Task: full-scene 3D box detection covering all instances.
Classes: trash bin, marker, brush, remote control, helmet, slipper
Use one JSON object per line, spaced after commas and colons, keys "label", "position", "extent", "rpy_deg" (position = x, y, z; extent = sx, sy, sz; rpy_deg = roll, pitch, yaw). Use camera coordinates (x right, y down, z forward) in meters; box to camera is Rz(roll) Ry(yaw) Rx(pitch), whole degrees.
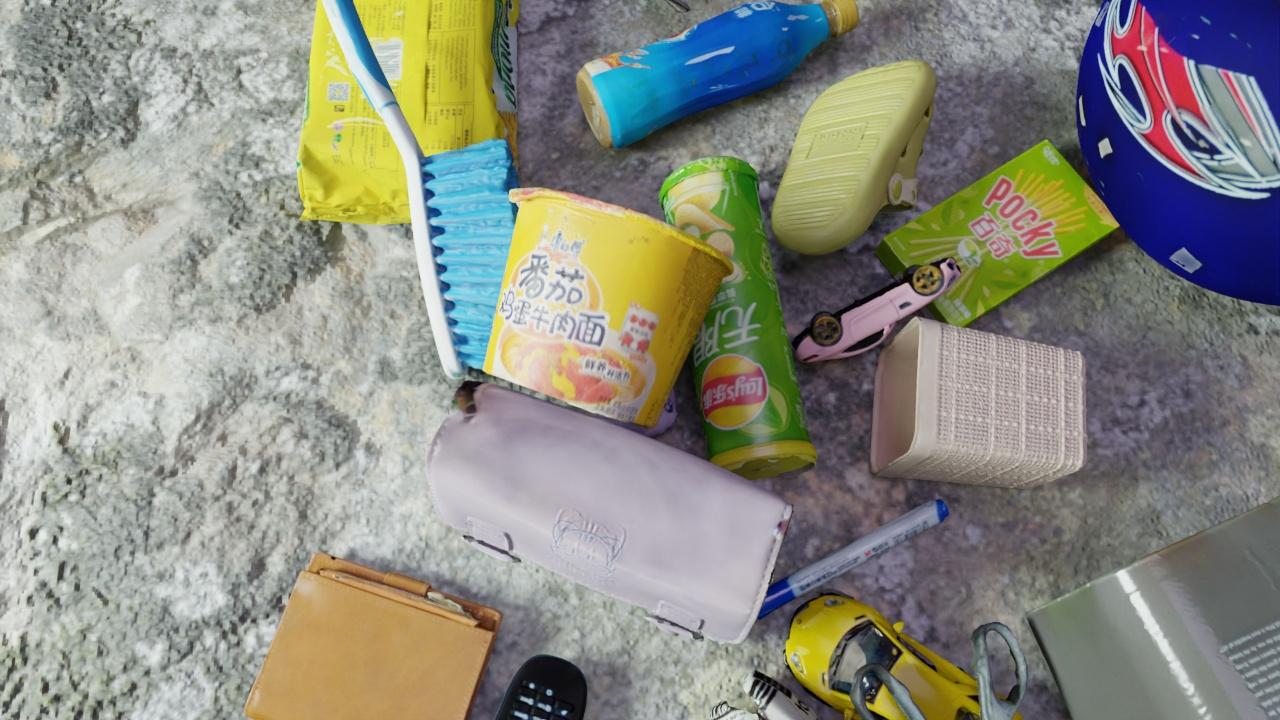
{"label": "trash bin", "position": [0.348, 0.198, 0.490], "extent": [0.199, 0.199, 0.219], "rpy_deg": [-21, 67, -7]}
{"label": "marker", "position": [0.136, 0.128, 0.597], "extent": [0.145, 0.017, 0.017], "rpy_deg": [-25, 74, -8]}
{"label": "brush", "position": [-0.137, -0.135, 0.607], "extent": [0.109, 0.060, 0.314], "rpy_deg": [-8, 99, 6]}
{"label": "remote control", "position": [-0.072, 0.246, 0.551], "extent": [0.053, 0.024, 0.136], "rpy_deg": [20, 74, 4]}
{"label": "helmet", "position": [0.411, -0.186, 0.591], "extent": [0.241, 0.247, 0.315], "rpy_deg": [-13, 62, 12]}
{"label": "slipper", "position": [0.156, -0.134, 0.658], "extent": [0.092, 0.081, 0.190], "rpy_deg": [5, 53, 39]}

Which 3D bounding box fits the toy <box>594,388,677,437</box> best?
{"label": "toy", "position": [-0.004, 0.004, 0.626], "extent": [0.083, 0.039, 0.108], "rpy_deg": [4, 69, -20]}

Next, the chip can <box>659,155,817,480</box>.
{"label": "chip can", "position": [0.062, -0.031, 0.620], "extent": [0.072, 0.073, 0.221], "rpy_deg": [-7, 72, -3]}

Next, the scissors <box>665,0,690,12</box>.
{"label": "scissors", "position": [-0.054, -0.337, 0.729], "extent": [0.221, 0.015, 0.189], "rpy_deg": [1, 46, -30]}

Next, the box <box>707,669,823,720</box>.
{"label": "box", "position": [0.101, 0.260, 0.527], "extent": [0.081, 0.075, 0.163], "rpy_deg": [-41, 79, -4]}

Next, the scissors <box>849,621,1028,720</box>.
{"label": "scissors", "position": [0.194, 0.232, 0.521], "extent": [0.181, 0.014, 0.159], "rpy_deg": [37, 68, 5]}

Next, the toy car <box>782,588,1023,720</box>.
{"label": "toy car", "position": [0.159, 0.203, 0.560], "extent": [0.156, 0.041, 0.071], "rpy_deg": [34, 74, 12]}

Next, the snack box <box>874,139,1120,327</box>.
{"label": "snack box", "position": [0.259, -0.089, 0.666], "extent": [0.156, 0.026, 0.085], "rpy_deg": [-30, 75, -11]}

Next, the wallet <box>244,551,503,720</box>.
{"label": "wallet", "position": [-0.163, 0.186, 0.567], "extent": [0.132, 0.031, 0.107], "rpy_deg": [16, 75, 4]}

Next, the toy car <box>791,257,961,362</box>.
{"label": "toy car", "position": [0.159, -0.031, 0.618], "extent": [0.122, 0.056, 0.037], "rpy_deg": [-28, 93, 12]}

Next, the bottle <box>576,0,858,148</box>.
{"label": "bottle", "position": [0.062, -0.225, 0.689], "extent": [0.218, 0.065, 0.065], "rpy_deg": [-23, 73, -8]}

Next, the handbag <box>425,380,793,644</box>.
{"label": "handbag", "position": [-0.020, 0.090, 0.541], "extent": [0.197, 0.145, 0.098], "rpy_deg": [22, 70, 7]}

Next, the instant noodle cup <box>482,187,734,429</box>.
{"label": "instant noodle cup", "position": [-0.026, -0.027, 0.548], "extent": [0.138, 0.138, 0.109], "rpy_deg": [19, 88, 6]}

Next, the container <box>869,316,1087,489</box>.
{"label": "container", "position": [0.217, 0.032, 0.594], "extent": [0.111, 0.090, 0.089], "rpy_deg": [8, 71, -1]}

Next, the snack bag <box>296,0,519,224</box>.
{"label": "snack bag", "position": [-0.172, -0.214, 0.682], "extent": [0.158, 0.068, 0.246], "rpy_deg": [-2, 73, -1]}
